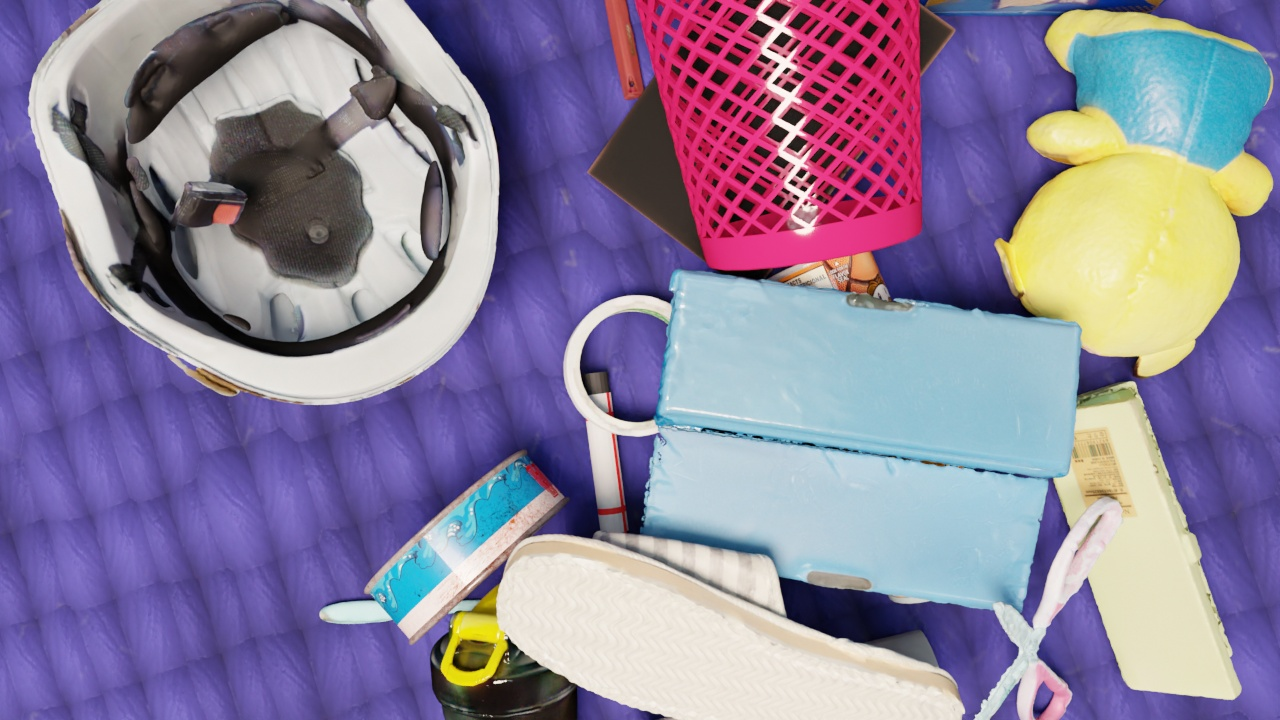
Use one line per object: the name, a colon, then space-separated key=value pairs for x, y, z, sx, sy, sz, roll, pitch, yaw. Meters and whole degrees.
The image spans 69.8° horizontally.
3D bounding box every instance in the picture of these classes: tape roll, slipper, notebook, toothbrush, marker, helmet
tape roll: x=-0.004 y=0.004 z=0.609 sx=0.093 sy=0.018 sz=0.093 roll=1 pitch=85 yaw=-11
slipper: x=0.051 y=0.163 z=0.525 sx=0.272 sy=0.053 sz=0.115 roll=21 pitch=120 yaw=-4
notebook: x=0.081 y=-0.168 z=0.603 sx=0.141 sy=0.008 sz=0.209 roll=38 pitch=102 yaw=4
toothbrush: x=-0.023 y=-0.272 z=0.625 sx=0.016 sy=0.016 sz=0.190 roll=-11 pitch=89 yaw=4
toothbrush: x=-0.136 y=0.171 z=0.635 sx=0.181 sy=0.016 sz=0.016 roll=-5 pitch=90 yaw=6
marker: x=-0.022 y=0.081 z=0.622 sx=0.019 sy=0.019 sz=0.145 roll=-8 pitch=89 yaw=5
helmet: x=-0.210 y=-0.101 z=0.568 sx=0.236 sy=0.164 sz=0.264 roll=-33 pitch=95 yaw=-10

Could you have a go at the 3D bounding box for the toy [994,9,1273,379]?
toy: x=0.304 y=-0.106 z=0.562 sx=0.149 sy=0.084 sz=0.214 roll=18 pitch=89 yaw=7

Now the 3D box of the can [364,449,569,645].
can: x=-0.107 y=0.115 z=0.574 sx=0.130 sy=0.130 sz=0.044 roll=-43 pitch=86 yaw=3

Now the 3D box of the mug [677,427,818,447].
mug: x=0.065 y=0.063 z=0.579 sx=0.088 sy=0.078 sz=0.114 roll=6 pitch=109 yaw=5

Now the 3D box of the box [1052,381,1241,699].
box: x=0.307 y=0.111 z=0.577 sx=0.078 sy=0.090 sz=0.188 roll=-20 pitch=90 yaw=25

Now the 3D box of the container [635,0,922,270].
container: x=0.080 y=-0.174 z=0.517 sx=0.183 sy=0.183 sz=0.226 roll=-10 pitch=102 yaw=5

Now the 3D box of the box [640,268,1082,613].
box: x=0.122 y=0.047 z=0.520 sx=0.231 sy=0.047 sz=0.177 roll=7 pitch=90 yaw=2

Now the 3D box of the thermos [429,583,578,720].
thermos: x=-0.080 y=0.257 z=0.583 sx=0.098 sy=0.098 sz=0.221 roll=-1 pitch=98 yaw=5

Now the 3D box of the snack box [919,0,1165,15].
snack box: x=0.258 y=-0.328 z=0.574 sx=0.155 sy=0.069 sz=0.202 roll=2 pitch=90 yaw=6

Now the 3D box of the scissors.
scissors: x=0.243 y=0.163 z=0.548 sx=0.172 sy=0.170 sz=0.013 roll=-52 pitch=41 yaw=-7

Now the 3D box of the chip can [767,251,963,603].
chip can: x=0.150 y=0.037 z=0.578 sx=0.075 sy=0.075 sz=0.215 roll=-23 pitch=88 yaw=5

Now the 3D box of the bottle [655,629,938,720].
bottle: x=0.092 y=0.222 z=0.588 sx=0.195 sy=0.052 sz=0.052 roll=-14 pitch=88 yaw=1
